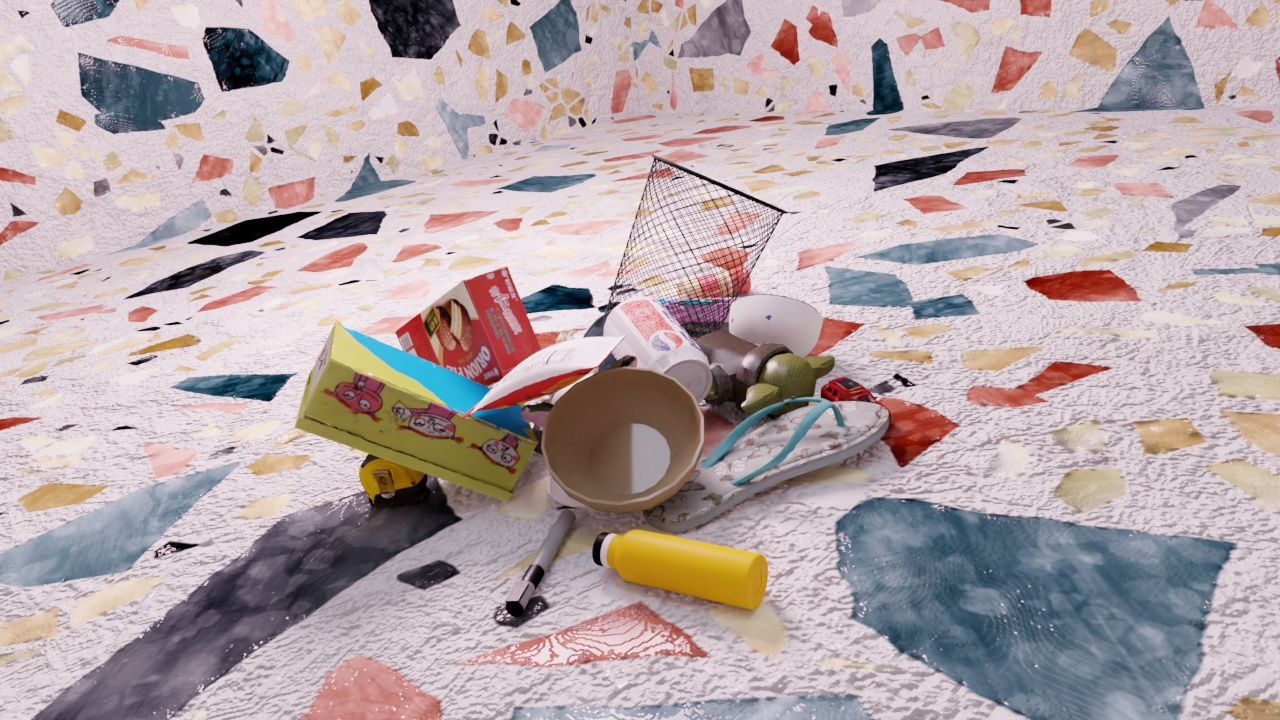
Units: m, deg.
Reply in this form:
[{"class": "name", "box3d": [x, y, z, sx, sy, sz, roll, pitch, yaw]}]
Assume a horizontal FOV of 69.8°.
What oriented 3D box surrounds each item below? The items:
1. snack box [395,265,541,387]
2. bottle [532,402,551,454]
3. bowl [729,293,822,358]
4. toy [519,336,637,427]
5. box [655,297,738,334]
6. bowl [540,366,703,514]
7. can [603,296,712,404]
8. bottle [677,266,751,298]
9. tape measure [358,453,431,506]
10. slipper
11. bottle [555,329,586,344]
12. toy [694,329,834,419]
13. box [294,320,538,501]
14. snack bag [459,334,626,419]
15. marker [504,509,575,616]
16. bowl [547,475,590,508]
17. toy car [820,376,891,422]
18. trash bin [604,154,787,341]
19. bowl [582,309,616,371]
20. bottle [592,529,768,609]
[{"class": "snack box", "box3d": [-0.205, -0.019, 1.071, 0.060, 0.113, 0.237, -23, 1, -34]}, {"class": "bottle", "box3d": [-0.104, 0.067, 1.046, 0.030, 0.030, 0.112, -6, 22, 5]}, {"class": "bowl", "box3d": [0.160, -0.030, 1.116, 0.113, 0.063, 0.113, 11, -19, 4]}, {"class": "toy", "box3d": [-0.070, 0.042, 1.009, 0.131, 0.106, 0.205, -25, 18, -9]}, {"class": "box", "box3d": [0.094, -0.061, 1.291, 0.231, 0.053, 0.084, 0, 6, 23]}, {"class": "bowl", "box3d": [-0.014, 0.081, 0.864, 0.152, 0.050, 0.152, -5, 52, 6]}, {"class": "can", "box3d": [0.018, -0.007, 0.989, 0.078, 0.078, 0.136, -15, 36, -17]}, {"class": "bottle", "box3d": [0.112, -0.113, 1.399, 0.109, 0.044, 0.044, -13, 22, -10]}, {"class": "tape measure", "box3d": [-0.253, 0.117, 0.933, 0.066, 0.064, 0.037, -4, 21, 13]}, {"class": "slipper", "box3d": [0.116, 0.080, 0.882, 0.268, 0.055, 0.098, -23, 24, -18]}, {"class": "bottle", "box3d": [-0.053, -0.010, 1.185, 0.105, 0.056, 0.056, 4, 25, 28]}, {"class": "toy", "box3d": [0.122, 0.018, 1.021, 0.153, 0.078, 0.178, 18, 28, 37]}, {"class": "box", "box3d": [-0.219, 0.052, 0.919, 0.221, 0.081, 0.124, 26, 12, -24]}, {"class": "snack bag", "box3d": [-0.092, 0.011, 0.892, 0.144, 0.039, 0.130, -21, 9, 15]}, {"class": "marker", "box3d": [-0.084, 0.172, 0.799, 0.016, 0.016, 0.140, -2, 23, 16]}, {"class": "bowl", "box3d": [-0.043, 0.102, 0.924, 0.110, 0.040, 0.109, -7, 22, 3]}, {"class": "toy car", "box3d": [0.228, 0.047, 0.973, 0.042, 0.036, 0.091, -16, 30, -16]}, {"class": "trash bin", "box3d": [0.059, -0.128, 1.171, 0.184, 0.210, 0.184, 22, 12, -5]}, {"class": "bowl", "box3d": [-0.007, 0.006, 1.099, 0.137, 0.137, 0.057, 4, -15, 28]}, {"class": "bottle", "box3d": [0.028, 0.164, 0.740, 0.144, 0.043, 0.043, 5, 25, 30]}]
